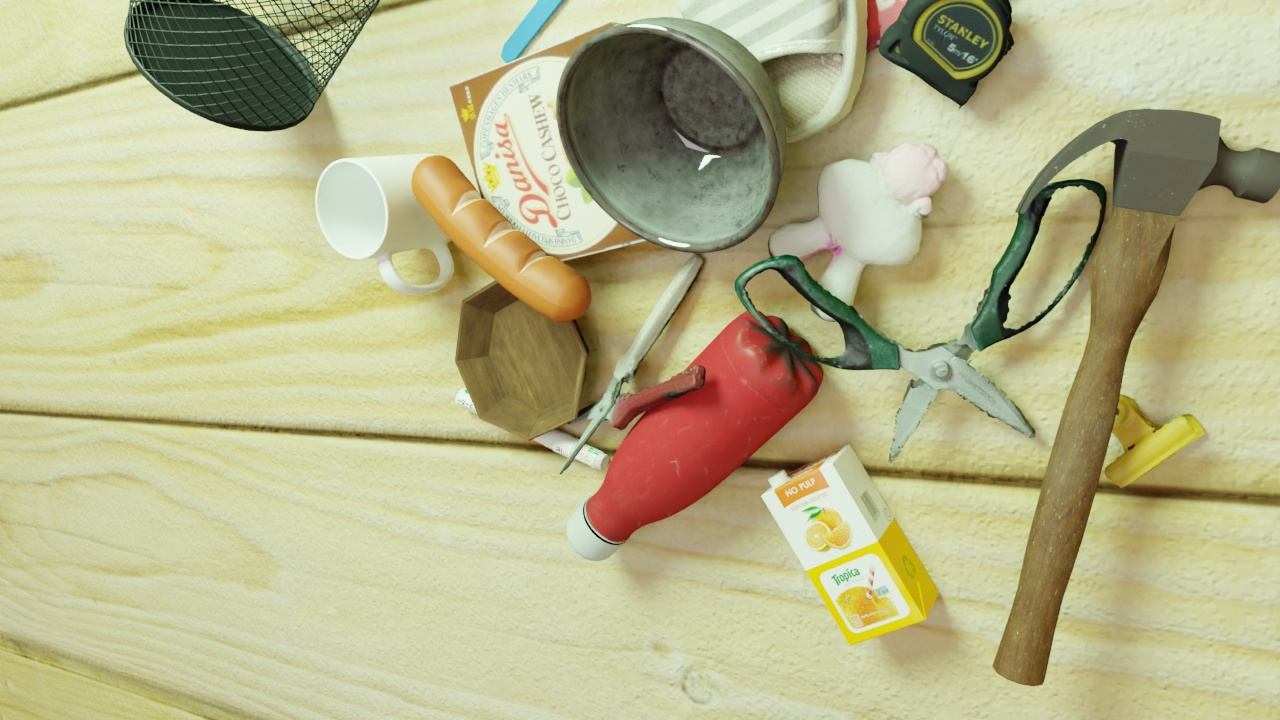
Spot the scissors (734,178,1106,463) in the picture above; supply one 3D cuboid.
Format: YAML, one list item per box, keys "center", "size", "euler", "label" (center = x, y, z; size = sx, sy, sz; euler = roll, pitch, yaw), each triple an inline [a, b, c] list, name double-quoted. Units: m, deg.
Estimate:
- center: [0.172, -0.038, 0.539]
  size: [0.201, 0.015, 0.205]
  euler: [34, 110, -1]
  label: "scissors"

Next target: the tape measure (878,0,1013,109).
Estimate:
- center: [0.173, -0.181, 0.506]
  size: [0.061, 0.034, 0.062]
  euler: [33, 135, -5]
  label: "tape measure"

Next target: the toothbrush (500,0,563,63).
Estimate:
- center: [-0.049, -0.267, 0.632]
  size: [0.167, 0.014, 0.016]
  euler: [-40, 82, 33]
  label: "toothbrush"

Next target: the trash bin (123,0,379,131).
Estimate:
- center: [-0.272, -0.293, 0.667]
  size: [0.184, 0.183, 0.211]
  euler: [52, 128, 8]
  label: "trash bin"

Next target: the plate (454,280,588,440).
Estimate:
- center: [-0.089, -0.004, 0.719]
  size: [0.131, 0.025, 0.131]
  euler: [7, 104, 31]
  label: "plate"

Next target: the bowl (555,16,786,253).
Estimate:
- center: [0.028, -0.143, 0.548]
  size: [0.145, 0.067, 0.145]
  euler: [22, 140, 19]
  label: "bowl"

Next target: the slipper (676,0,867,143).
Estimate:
- center: [0.062, -0.265, 0.539]
  size: [0.115, 0.053, 0.273]
  euler: [-7, 102, 36]
  label: "slipper"

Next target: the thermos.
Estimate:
- center: [0.025, 0.066, 0.648]
  size: [0.073, 0.073, 0.241]
  euler: [48, 122, 10]
  label: "thermos"

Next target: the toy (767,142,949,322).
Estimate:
- center: [0.135, -0.084, 0.563]
  size: [0.123, 0.037, 0.079]
  euler: [-45, 71, 34]
  label: "toy"

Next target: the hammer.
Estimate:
- center: [0.244, 0.028, 0.503]
  size: [0.115, 0.033, 0.323]
  euler: [12, 103, 13]
  label: "hammer"

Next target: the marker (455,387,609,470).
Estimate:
- center: [-0.090, 0.055, 0.745]
  size: [0.145, 0.017, 0.017]
  euler: [22, 114, 24]
  label: "marker"

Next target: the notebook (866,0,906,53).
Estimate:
- center: [0.189, -0.276, 0.491]
  size: [0.209, 0.012, 0.153]
  euler: [-16, 95, 33]
  label: "notebook"

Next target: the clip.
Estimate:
- center: [0.281, 0.042, 0.519]
  size: [0.048, 0.046, 0.054]
  euler: [34, 123, -11]
  label: "clip"

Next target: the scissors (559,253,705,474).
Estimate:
- center: [-0.001, 0.007, 0.651]
  size: [0.199, 0.015, 0.179]
  euler: [6, 73, 66]
  label: "scissors"

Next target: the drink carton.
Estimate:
- center: [0.139, 0.120, 0.616]
  size: [0.059, 0.040, 0.122]
  euler: [-32, 86, 33]
  label: "drink carton"

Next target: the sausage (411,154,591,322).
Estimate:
- center: [-0.101, -0.084, 0.649]
  size: [0.164, 0.039, 0.045]
  euler: [42, 124, 13]
  label: "sausage"

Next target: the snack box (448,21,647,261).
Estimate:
- center: [-0.053, -0.145, 0.653]
  size: [0.147, 0.041, 0.143]
  euler: [-9, 99, 32]
  label: "snack box"

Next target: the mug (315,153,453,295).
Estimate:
- center: [-0.185, -0.104, 0.712]
  size: [0.074, 0.090, 0.110]
  euler: [-17, 95, 33]
  label: "mug"
